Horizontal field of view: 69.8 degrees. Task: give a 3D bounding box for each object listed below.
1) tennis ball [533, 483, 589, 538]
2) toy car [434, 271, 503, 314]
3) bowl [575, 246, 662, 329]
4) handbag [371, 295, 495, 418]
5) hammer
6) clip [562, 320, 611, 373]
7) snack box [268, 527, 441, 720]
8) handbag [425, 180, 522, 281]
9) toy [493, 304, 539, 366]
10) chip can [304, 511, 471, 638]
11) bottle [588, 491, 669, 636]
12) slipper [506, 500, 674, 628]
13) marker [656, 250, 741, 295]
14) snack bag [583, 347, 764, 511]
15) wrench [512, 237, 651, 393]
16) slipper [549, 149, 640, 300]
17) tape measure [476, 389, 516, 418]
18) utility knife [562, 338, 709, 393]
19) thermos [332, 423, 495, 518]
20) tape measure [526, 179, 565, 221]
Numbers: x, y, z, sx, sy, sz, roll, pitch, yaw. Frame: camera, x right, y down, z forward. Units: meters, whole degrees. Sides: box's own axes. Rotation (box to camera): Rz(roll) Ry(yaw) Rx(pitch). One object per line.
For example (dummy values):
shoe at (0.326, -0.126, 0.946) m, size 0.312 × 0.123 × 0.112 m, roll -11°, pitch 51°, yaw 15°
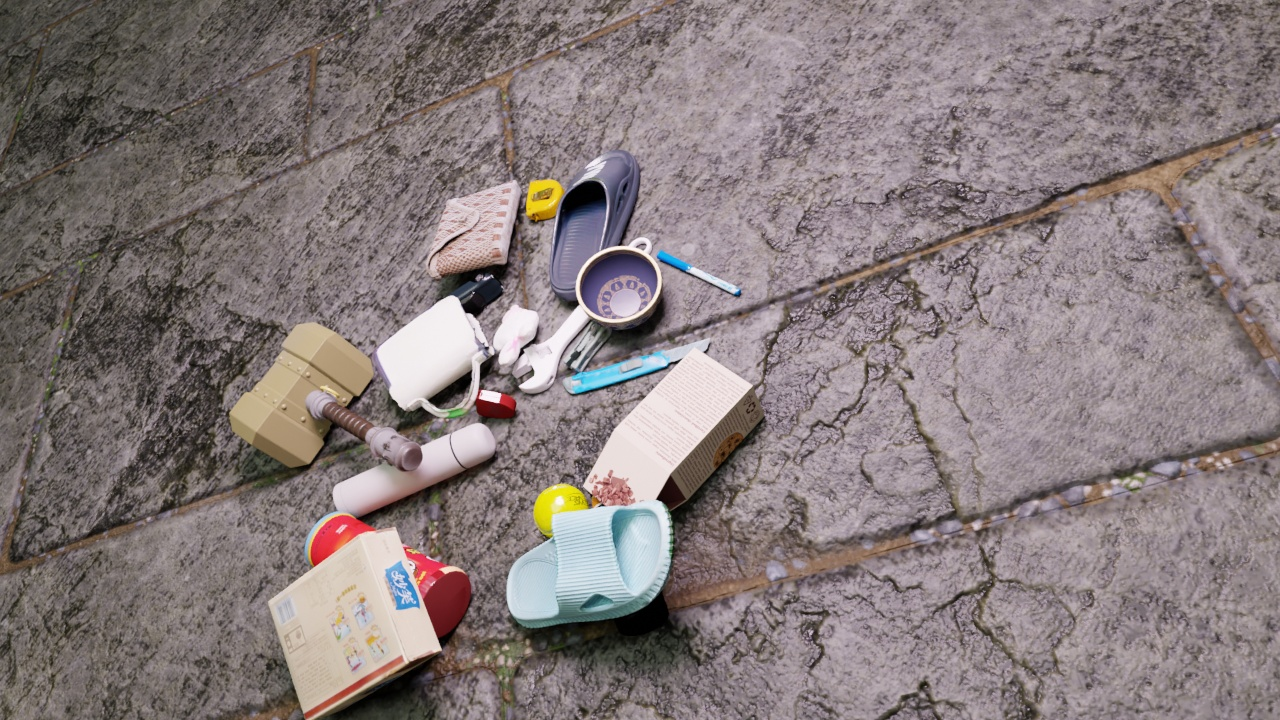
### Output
tennis ball at (-0.093, 0.180, 1.084) m, size 0.065 × 0.065 × 0.065 m, roll -12°, pitch 57°, yaw 18°
toy car at (-0.252, -0.085, 1.330) m, size 0.112 × 0.046 × 0.034 m, roll -32°, pitch 52°, yaw 6°
bowl at (-0.024, -0.087, 1.210) m, size 0.112 × 0.061 × 0.112 m, roll -4°, pitch 65°, yaw 8°
handbag at (-0.270, 0.018, 1.259) m, size 0.151 × 0.074 × 0.176 m, roll -37°, pitch 53°, yaw 0°
hammer at (-0.399, 0.080, 1.240) m, size 0.325 × 0.100 × 0.190 m, roll 20°, pitch 71°, yaw 40°
clip at (-0.070, -0.019, 1.221) m, size 0.043 × 0.023 × 0.076 m, roll 30°, pitch 79°, yaw 33°
snack box at (-0.333, 0.305, 1.056) m, size 0.208 × 0.055 × 0.153 m, roll -36°, pitch 71°, yaw 30°
handbag at (-0.249, -0.199, 1.373) m, size 0.124 × 0.047 × 0.185 m, roll -12°, pitch 42°, yaw 14°
toy at (-0.170, -0.039, 1.260) m, size 0.076 × 0.037 × 0.125 m, roll -45°, pitch 25°, yaw 8°
chip can at (-0.313, 0.259, 1.128) m, size 0.214 × 0.087 × 0.087 m, roll 17°, pitch 69°, yaw 33°
bottle at (-0.024, 0.215, 1.036) m, size 0.059 × 0.059 × 0.181 m, roll -28°, pitch 53°, yaw 7°
slipper at (-0.071, 0.225, 0.988) m, size 0.277 × 0.069 × 0.115 m, roll -27°, pitch 61°, yaw 39°
marker at (0.077, -0.116, 1.217) m, size 0.142 × 0.013 × 0.013 m, roll 30°, pitch 76°, yaw 35°
snack bag at (0.035, 0.097, 1.062) m, size 0.206 × 0.070 × 0.094 m, roll -46°, pitch 53°, yaw -12°
wrench at (-0.076, -0.066, 1.256) m, size 0.066 × 0.018 × 0.273 m, roll 33°, pitch 77°, yaw 35°
slipper at (-0.080, -0.210, 1.298) m, size 0.111 × 0.083 × 0.267 m, roll -3°, pitch 56°, yaw 26°
tape measure at (-0.190, 0.059, 1.215) m, size 0.051 × 0.059 × 0.019 m, roll 12°, pitch 63°, yaw -3°
utility knife at (-0.007, 0.007, 1.182) m, size 0.207 × 0.015 × 0.031 m, roll -17°, pitch 60°, yaw 14°
thermos at (-0.296, 0.145, 1.208) m, size 0.224 × 0.052 × 0.052 m, roll -24°, pitch 54°, yaw 10°
tape measure at (-0.142, -0.243, 1.384) m, size 0.059 × 0.030 × 0.068 m, roll -8°, pitch 59°, yaw 23°
